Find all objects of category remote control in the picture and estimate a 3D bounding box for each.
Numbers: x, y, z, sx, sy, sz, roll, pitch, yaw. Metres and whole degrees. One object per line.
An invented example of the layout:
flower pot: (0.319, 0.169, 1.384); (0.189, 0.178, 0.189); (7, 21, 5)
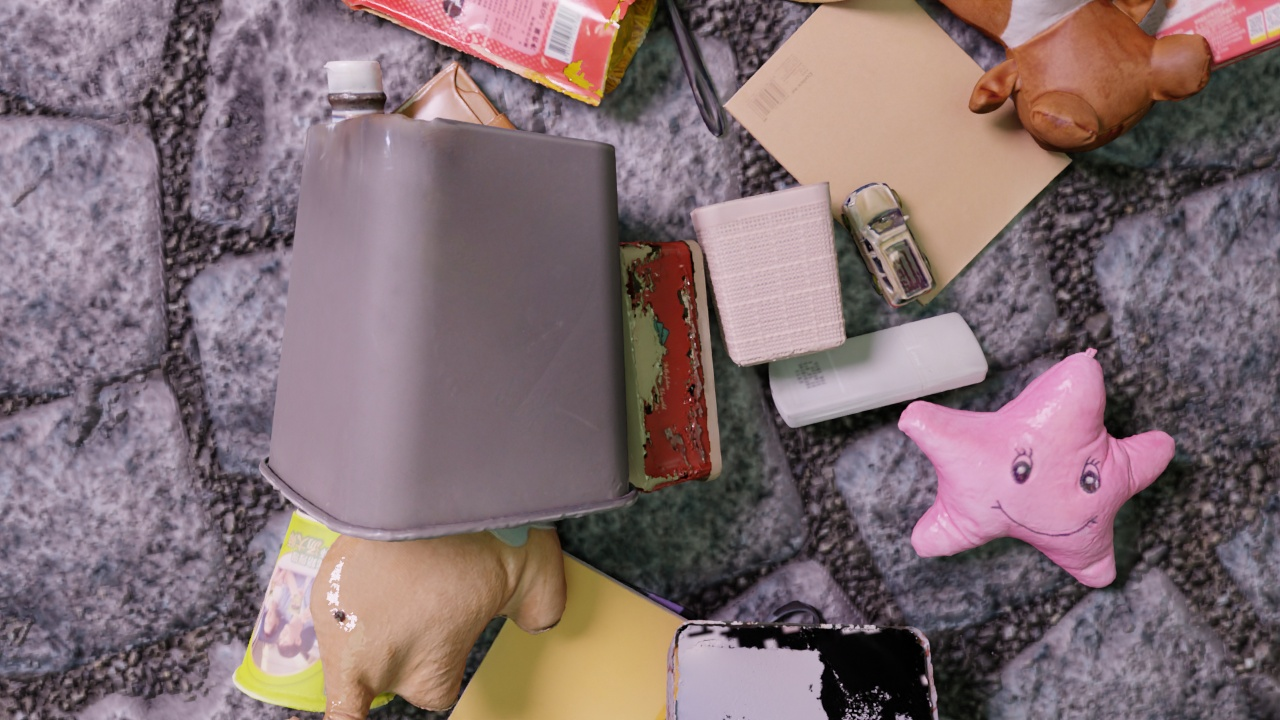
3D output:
remote control: (0.169, 0.007, 0.664); (0.150, 0.021, 0.058); (-14, 50, 2)

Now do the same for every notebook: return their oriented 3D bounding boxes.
notebook: (0.187, -0.166, 0.670); (0.211, 0.012, 0.149); (44, 95, -2)
notebook: (-0.056, 0.259, 0.696); (0.146, 0.010, 0.206); (29, 97, -4)

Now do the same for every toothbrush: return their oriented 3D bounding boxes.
toothbrush: (-0.045, 0.161, 0.694); (0.189, 0.016, 0.014); (23, 104, -2)
toothbrush: (0.025, -0.248, 0.665); (0.015, 0.018, 0.181); (-22, 96, 1)

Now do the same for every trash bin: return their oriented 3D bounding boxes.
trash bin: (-0.116, -0.027, 0.564); (0.198, 0.199, 0.220); (-2, 98, -38)

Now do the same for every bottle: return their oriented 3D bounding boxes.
bottle: (-0.191, -0.107, 0.642); (0.080, 0.044, 0.195); (2, 107, 8)

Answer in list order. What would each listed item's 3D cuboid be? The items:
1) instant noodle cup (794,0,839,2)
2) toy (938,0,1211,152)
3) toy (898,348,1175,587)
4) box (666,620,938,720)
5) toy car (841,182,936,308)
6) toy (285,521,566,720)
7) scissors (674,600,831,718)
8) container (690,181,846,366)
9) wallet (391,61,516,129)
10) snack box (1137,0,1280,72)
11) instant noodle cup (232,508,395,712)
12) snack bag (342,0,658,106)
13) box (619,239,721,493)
instant noodle cup: (0.107, -0.323, 0.598); (0.151, 0.151, 0.111); (17, 85, -1)
toy: (0.271, -0.236, 0.612); (0.140, 0.130, 0.199); (-27, 80, 1)
toy: (0.275, 0.071, 0.650); (0.194, 0.074, 0.179); (13, 107, -2)
box: (0.105, 0.283, 0.659); (0.181, 0.206, 0.157); (-1, 58, 1)
toy car: (0.178, -0.084, 0.656); (0.042, 0.035, 0.090); (-26, 92, 4)
toy: (-0.150, 0.160, 0.600); (0.225, 0.083, 0.143); (-32, 87, -35)
scissors: (0.078, 0.249, 0.701); (0.163, 0.014, 0.165); (14, 96, 2)
container: (0.090, -0.059, 0.642); (0.090, 0.090, 0.111); (-11, 97, 1)
wallet: (-0.131, -0.133, 0.668); (0.108, 0.031, 0.132); (-38, 94, 5)
snack box: (0.368, -0.227, 0.591); (0.025, 0.153, 0.075); (-11, 94, -1)
instant noodle cup: (-0.218, 0.171, 0.656); (0.111, 0.112, 0.123); (12, 86, 0)
snack bag: (-0.097, -0.268, 0.644); (0.208, 0.073, 0.128); (26, 90, 4)
box: (-0.004, 0.004, 0.633); (0.077, 0.091, 0.168); (-9, 95, -32)
